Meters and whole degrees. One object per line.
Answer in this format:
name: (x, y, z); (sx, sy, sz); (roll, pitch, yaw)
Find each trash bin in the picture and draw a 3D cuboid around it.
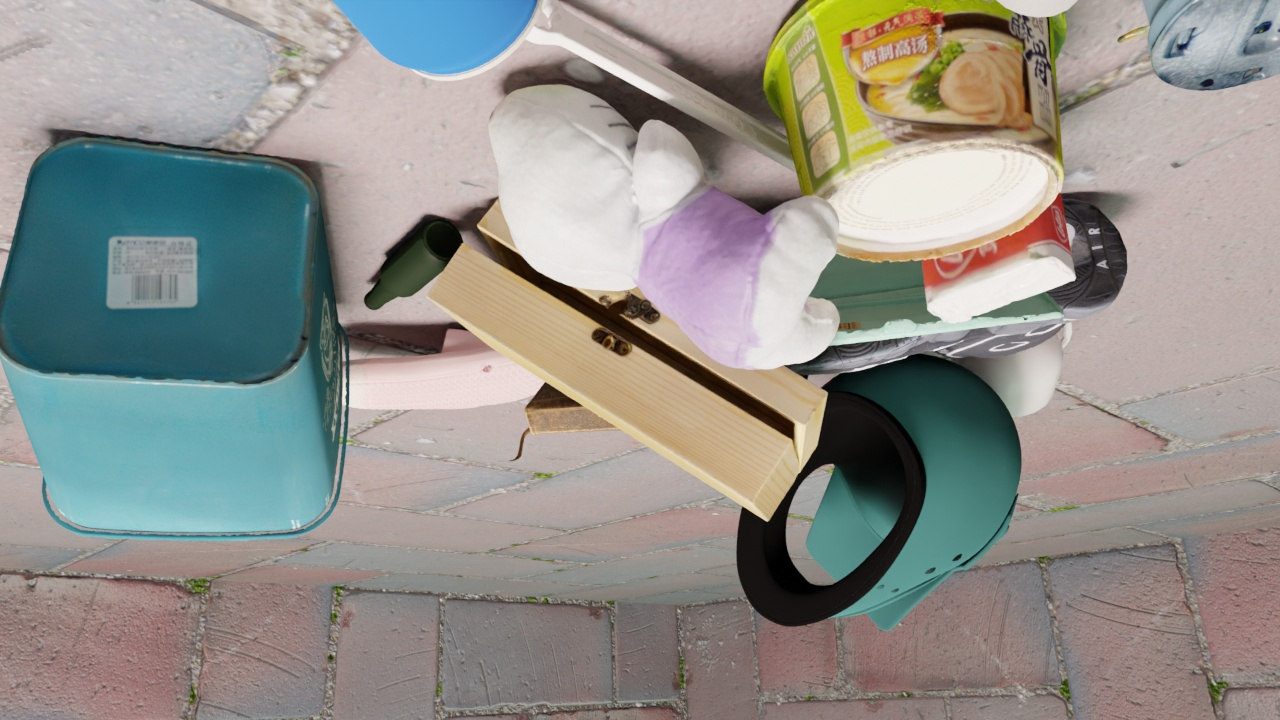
trash bin: (-0.288, -0.009, 0.588); (0.199, 0.196, 0.219); (3, 153, -18)

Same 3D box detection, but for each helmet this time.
helmet: (0.206, 0.120, 0.784); (0.199, 0.176, 0.275); (-4, 130, -44)

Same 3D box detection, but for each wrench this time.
wrench: (0.045, -0.129, 0.487); (0.273, 0.047, 0.009); (17, 148, -36)

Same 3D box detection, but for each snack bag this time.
snack bag: (0.196, -0.086, 0.518); (0.036, 0.115, 0.077); (21, 150, -36)

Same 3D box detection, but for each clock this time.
clock: (0.281, -0.167, 0.397); (0.125, 0.051, 0.089); (-9, 158, 14)

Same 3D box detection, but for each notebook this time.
notebook: (0.020, 0.022, 0.728); (0.216, 0.034, 0.189); (-4, -157, 19)

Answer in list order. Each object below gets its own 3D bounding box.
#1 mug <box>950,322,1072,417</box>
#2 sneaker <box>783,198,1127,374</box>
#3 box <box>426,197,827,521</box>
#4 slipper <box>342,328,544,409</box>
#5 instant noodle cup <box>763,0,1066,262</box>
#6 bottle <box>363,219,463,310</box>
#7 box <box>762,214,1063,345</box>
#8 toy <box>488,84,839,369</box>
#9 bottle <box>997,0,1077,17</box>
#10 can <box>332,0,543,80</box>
mug: (0.332, -0.009, 0.802); (0.123, 0.090, 0.076); (-27, 126, -16)
sneaker: (0.213, -0.037, 0.690); (0.253, 0.097, 0.151); (-12, 161, 11)
box: (-0.003, 0.002, 0.609); (0.249, 0.092, 0.128); (32, 177, 19)
slipper: (-0.166, 0.006, 0.813); (0.221, 0.055, 0.107); (-6, 160, -17)
instant noodle cup: (0.138, -0.116, 0.452); (0.146, 0.097, 0.146); (-2, 160, -1)
bottle: (-0.169, -0.063, 0.658); (0.033, 0.033, 0.123); (13, 156, -35)
box: (0.155, -0.060, 0.580); (0.187, 0.112, 0.078); (-6, 115, 13)
toy: (0.005, -0.065, 0.493); (0.209, 0.085, 0.138); (30, 163, 25)
bottle: (0.167, -0.180, 0.335); (0.060, 0.060, 0.109); (-1, 160, -4)
can: (-0.093, -0.168, 0.313); (0.079, 0.078, 0.146); (-8, 159, 16)
